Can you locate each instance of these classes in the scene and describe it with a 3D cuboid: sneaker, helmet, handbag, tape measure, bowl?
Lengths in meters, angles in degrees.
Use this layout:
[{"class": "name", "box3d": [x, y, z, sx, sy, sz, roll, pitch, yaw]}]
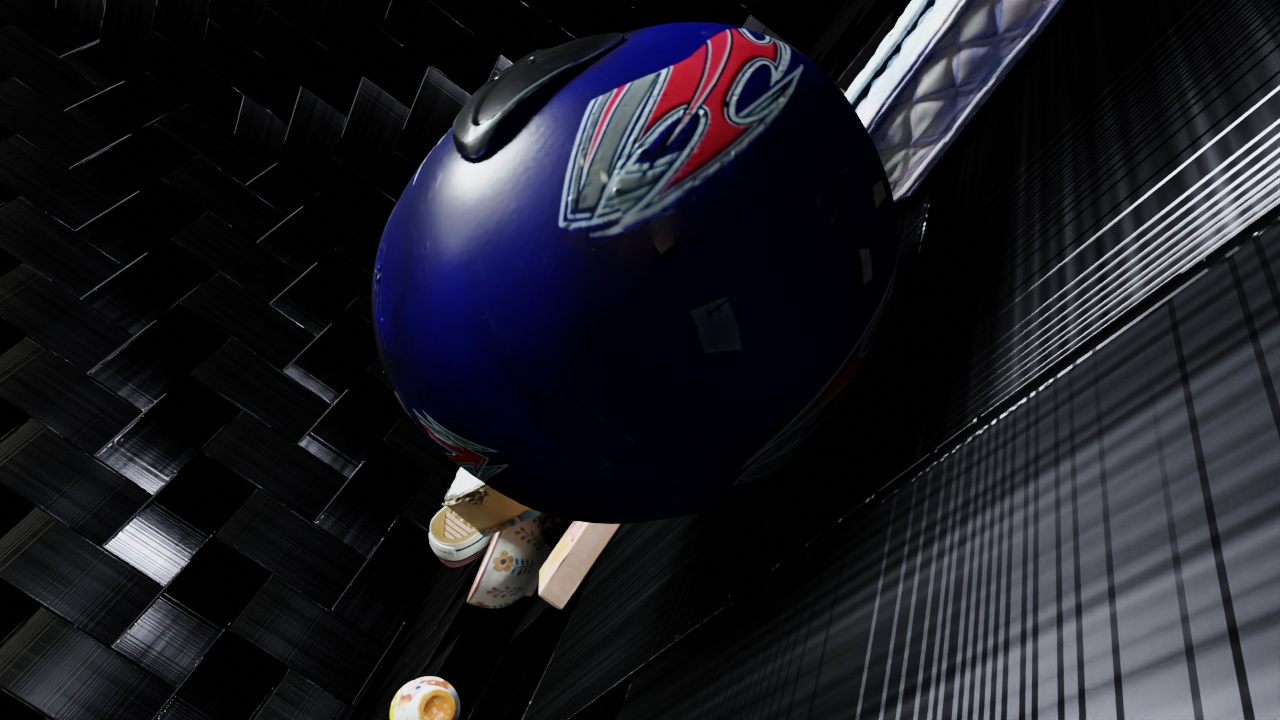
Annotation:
[{"class": "sneaker", "box3d": [-0.144, 0.174, 1.097, 0.240, 0.118, 0.088, -34, -40, -33]}, {"class": "helmet", "box3d": [0.016, -0.063, 0.497, 0.241, 0.247, 0.314, -9, 36, 40]}, {"class": "handbag", "box3d": [0.198, -0.202, 0.622, 0.194, 0.075, 0.134, -53, 5, 9]}, {"class": "tape measure", "box3d": [-0.078, 0.164, 0.951, 0.057, 0.039, 0.057, -58, 7, -30]}, {"class": "bowl", "box3d": [-0.133, 0.212, 0.970, 0.113, 0.062, 0.113, -158, 92, -83]}]

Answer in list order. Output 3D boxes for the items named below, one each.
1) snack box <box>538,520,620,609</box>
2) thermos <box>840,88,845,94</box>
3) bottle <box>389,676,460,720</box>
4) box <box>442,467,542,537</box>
[{"class": "snack box", "box3d": [-0.037, 0.140, 0.817, 0.157, 0.026, 0.084, -55, 5, -3]}, {"class": "thermos", "box3d": [0.167, -0.207, 1.009, 0.087, 0.067, 0.199, -12, -33, -52]}, {"class": "bottle", "box3d": [-0.203, 0.335, 0.877, 0.063, 0.063, 0.109, -58, 7, -29]}, {"class": "box", "box3d": [-0.114, 0.106, 0.893, 0.185, 0.064, 0.089, -25, 29, 45]}]
